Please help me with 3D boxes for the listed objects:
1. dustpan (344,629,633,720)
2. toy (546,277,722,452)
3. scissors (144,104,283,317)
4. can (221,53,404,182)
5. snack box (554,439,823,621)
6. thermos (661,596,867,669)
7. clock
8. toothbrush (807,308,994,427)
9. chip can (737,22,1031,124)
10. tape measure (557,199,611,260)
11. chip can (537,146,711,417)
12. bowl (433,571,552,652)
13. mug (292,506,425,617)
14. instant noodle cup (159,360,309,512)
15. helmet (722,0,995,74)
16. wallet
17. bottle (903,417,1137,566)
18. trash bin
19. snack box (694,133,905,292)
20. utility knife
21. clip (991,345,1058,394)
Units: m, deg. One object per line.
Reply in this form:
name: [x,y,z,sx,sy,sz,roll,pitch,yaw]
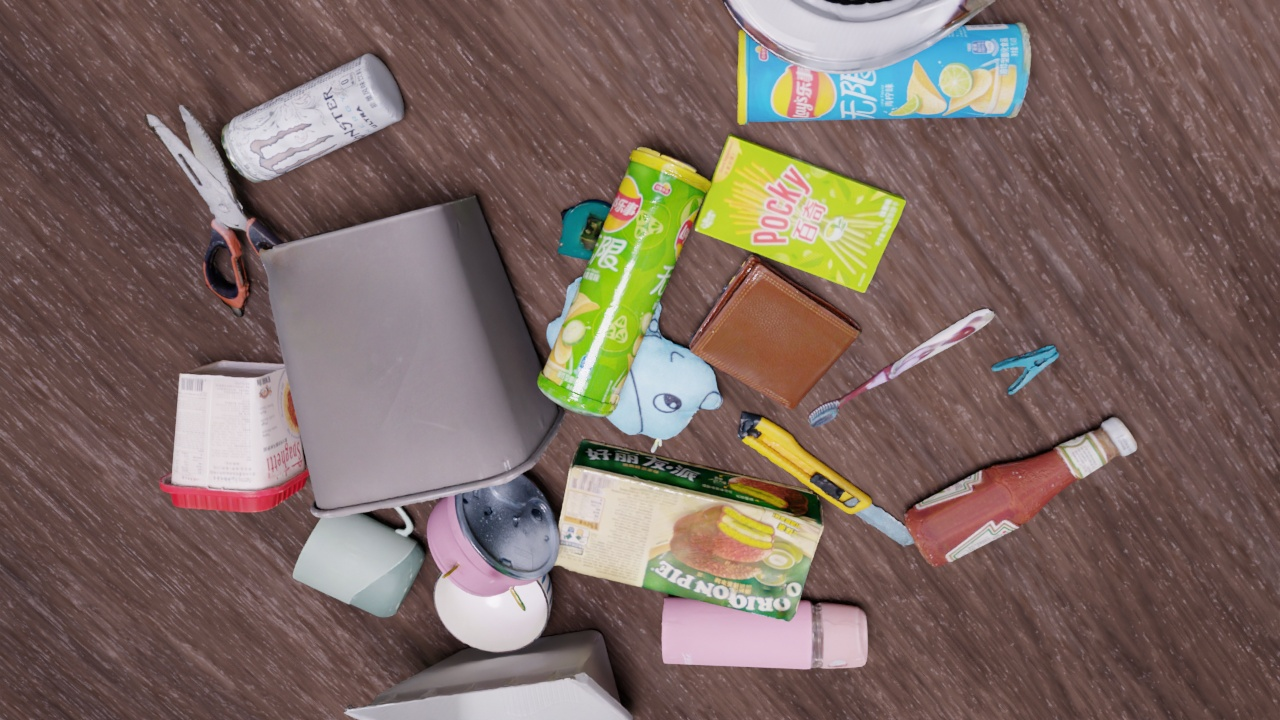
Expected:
dustpan: [-0.119,0.359,0.906,0.223,0.257,0.142,-12,86,11]
toy: [-0.005,0.005,0.826,0.161,0.049,0.156,3,104,3]
scissors: [-0.362,-0.116,0.806,0.197,0.015,0.214,30,130,-18]
can: [-0.275,-0.202,0.772,0.147,0.058,0.058,-20,108,13]
snack box: [0.043,0.161,0.875,0.240,0.063,0.115,12,113,2]
thermos: [0.122,0.275,0.915,0.199,0.067,0.087,0,143,5]
clock: [-0.136,0.142,0.840,0.117,0.158,0.060,32,125,-32]
toothbrush: [0.229,0.009,0.817,0.188,0.017,0.016,-34,105,18]
chip can: [0.180,-0.219,0.704,0.210,0.071,0.071,1,111,6]
tape measure: [-0.042,-0.112,0.798,0.058,0.025,0.055,11,113,2]
chip can: [-0.016,-0.061,0.761,0.072,0.072,0.221,23,97,-2]
bowl: [-0.142,0.227,0.921,0.116,0.066,0.116,3,111,7]
mug: [-0.272,0.189,0.921,0.106,0.082,0.111,26,81,-3]
instant noodle cup: [-0.380,0.068,0.869,0.117,0.116,0.124,4,101,5]
helmet: [0.159,-0.335,0.621,0.229,0.145,0.259,22,118,-1]
wallet: [0.117,-0.020,0.805,0.124,0.032,0.101,30,112,-17]
bottle: [0.339,0.115,0.825,0.206,0.059,0.060,-33,104,15]
trash bin: [-0.193,-0.013,0.776,0.199,0.198,0.220,-12,102,9]
snack box: [0.132,-0.123,0.772,0.156,0.026,0.086,21,112,-1]
utility knife: [0.179,0.116,0.866,0.218,0.015,0.033,35,114,-7]
clip: [0.340,0.005,0.804,0.055,0.013,0.034,-37,104,18]
